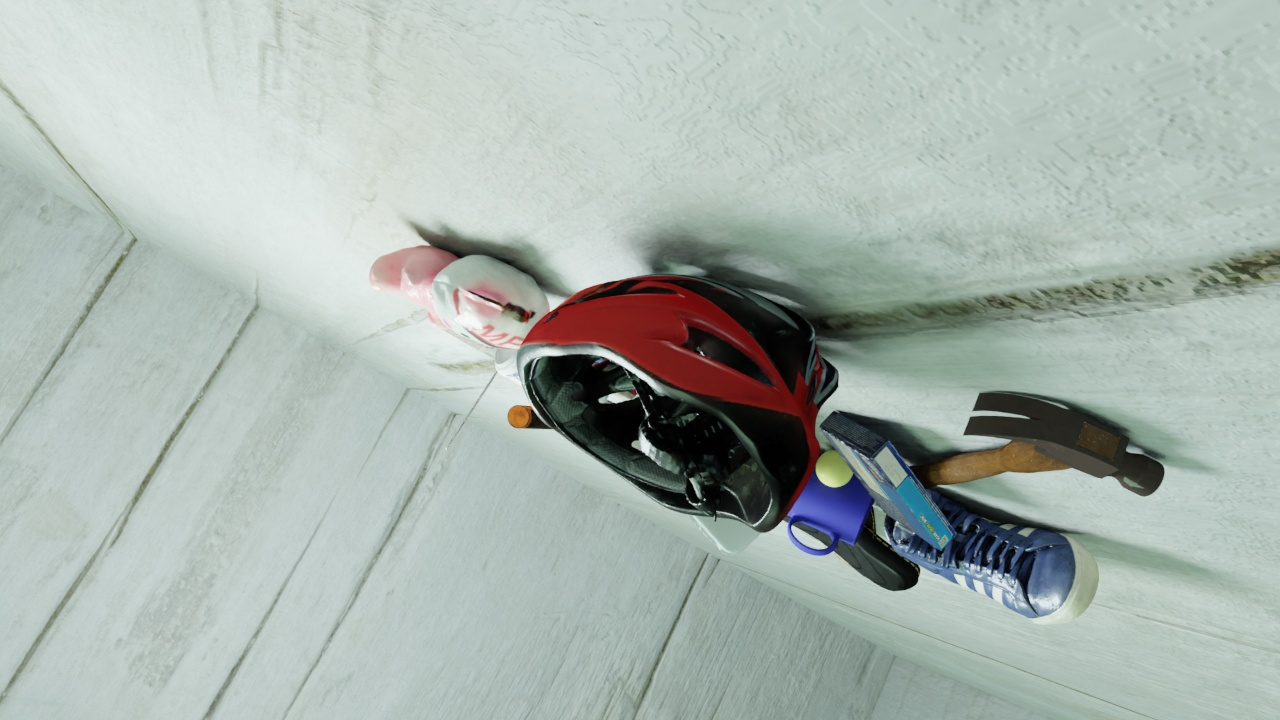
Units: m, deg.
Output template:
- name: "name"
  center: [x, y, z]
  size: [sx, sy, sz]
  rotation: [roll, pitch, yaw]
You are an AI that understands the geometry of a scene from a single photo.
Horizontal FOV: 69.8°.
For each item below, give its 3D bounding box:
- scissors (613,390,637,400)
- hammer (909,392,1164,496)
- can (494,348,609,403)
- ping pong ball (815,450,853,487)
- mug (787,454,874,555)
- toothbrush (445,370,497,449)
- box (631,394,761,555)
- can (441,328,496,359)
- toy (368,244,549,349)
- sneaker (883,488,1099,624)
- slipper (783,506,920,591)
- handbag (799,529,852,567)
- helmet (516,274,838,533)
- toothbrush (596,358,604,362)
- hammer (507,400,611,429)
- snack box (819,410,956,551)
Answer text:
- name: "scissors"
  center: [0.024, 0.063, 1.217]
  size: [0.179, 0.015, 0.187]
  rotation: [20, 166, 24]
- name: "hammer"
  center: [0.279, 0.083, 0.743]
  size: [0.115, 0.033, 0.323]
  rotation: [25, 168, 2]
- name: "can"
  center: [-0.107, 0.011, 1.135]
  size: [0.136, 0.078, 0.078]
  rotation: [34, 166, -28]
- name: "ping pong ball"
  center: [0.210, 0.117, 0.991]
  size: [0.040, 0.040, 0.040]
  rotation: [26, 167, 6]
- name: "mug"
  center: [0.210, 0.168, 1.032]
  size: [0.083, 0.111, 0.079]
  rotation: [23, 155, 19]
- name: "toothbrush"
  center: [-0.219, 0.043, 1.252]
  size: [0.010, 0.181, 0.010]
  rotation: [29, 163, 6]
- name: "box"
  center: [0.057, 0.093, 0.978]
  size: [0.215, 0.106, 0.124]
  rotation: [51, 178, -19]
- name: "can"
  center: [-0.192, -0.033, 1.188]
  size: [0.135, 0.054, 0.054]
  rotation: [32, 167, -19]
- name: "toy"
  center: [-0.180, -0.067, 0.963]
  size: [0.213, 0.084, 0.142]
  rotation: [18, 166, 42]
- name: "sneaker"
  center: [0.328, 0.178, 0.905]
  size: [0.118, 0.091, 0.233]
  rotation: [31, 175, -5]
- name: "slipper"
  center: [0.234, 0.182, 1.133]
  size: [0.268, 0.075, 0.113]
  rotation: [34, 154, 30]
- name: "handbag"
  center: [0.224, 0.207, 1.296]
  size: [0.198, 0.062, 0.175]
  rotation: [30, 173, 25]
- name: "helmet"
  center: [0.021, 0.026, 0.722]
  size: [0.273, 0.166, 0.217]
  rotation: [6, 142, 43]
- name: "toothbrush"
  center: [-0.006, 0.006, 1.069]
  size: [0.167, 0.014, 0.016]
  rotation: [14, 162, 32]
- name: "hammer"
  center: [-0.093, 0.075, 1.251]
  size: [0.138, 0.035, 0.314]
  rotation: [24, -175, 25]
- name: "snack box"
  center: [0.233, 0.113, 0.864]
  size: [0.150, 0.027, 0.082]
  rotation: [48, 172, -31]
